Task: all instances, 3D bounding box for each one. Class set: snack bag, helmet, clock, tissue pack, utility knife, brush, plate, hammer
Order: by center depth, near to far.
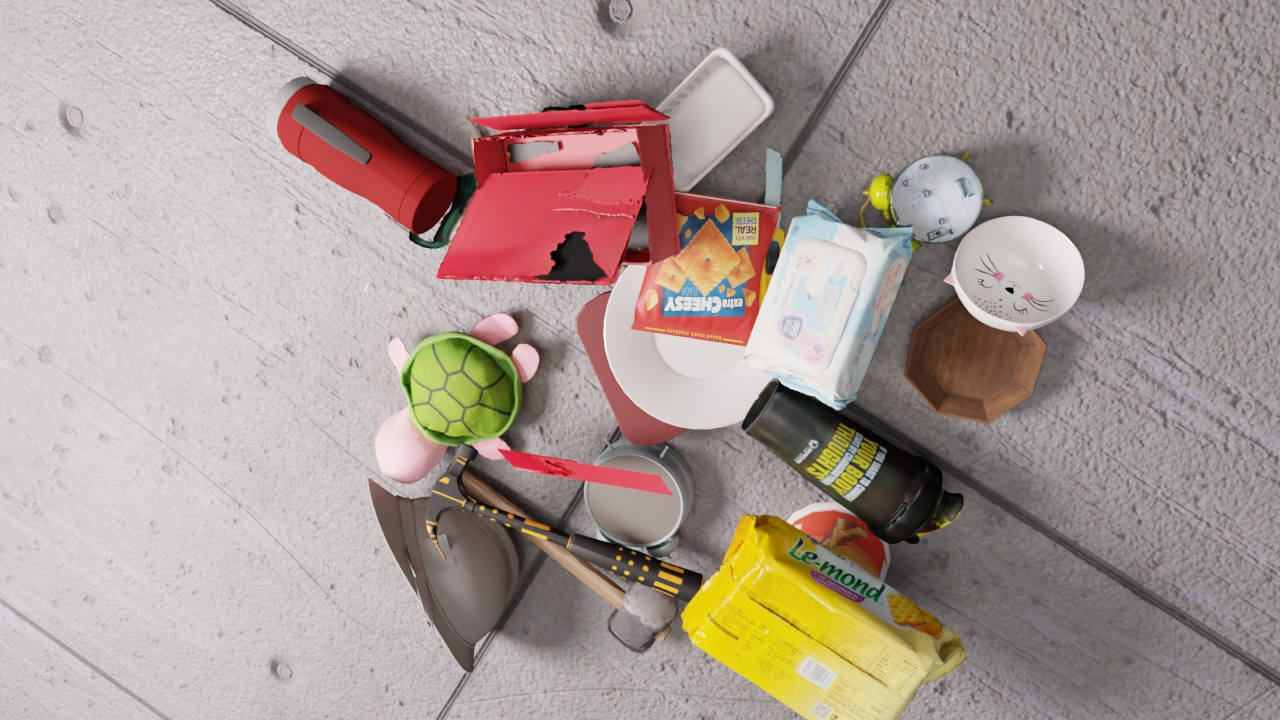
[{"bbox_3d":[0.267,-0.150,0.873,0.119,0.057,0.083,-23,100,20],"label":"clock"},{"bbox_3d":[0.180,-0.057,0.884,0.112,0.069,0.182,26,103,36],"label":"tissue pack"},{"bbox_3d":[0.167,0.269,0.890,0.247,0.068,0.160,32,113,5],"label":"snack bag"},{"bbox_3d":[0.332,-0.003,0.916,0.131,0.025,0.131,4,108,14],"label":"plate"},{"bbox_3d":[0.065,-0.092,0.923,0.131,0.039,0.144,9,101,-1],"label":"snack bag"},{"bbox_3d":[0.132,-0.102,0.938,0.030,0.019,0.225,-2,98,-11],"label":"utility knife"},{"bbox_3d":[0.066,-0.031,0.963,0.208,0.015,0.209,0,99,-3],"label":"plate"},{"bbox_3d":[-0.006,0.006,0.997,0.082,0.042,0.173,-23,99,3],"label":"brush"},{"bbox_3d":[-0.080,0.203,1.012,0.320,0.036,0.123,22,83,-6],"label":"hammer"},{"bbox_3d":[-0.003,0.164,1.051,0.123,0.045,0.159,6,107,15],"label":"clock"},{"bbox_3d":[-0.211,0.230,1.082,0.117,0.183,0.271,-26,114,-10],"label":"helmet"},{"bbox_3d":[-0.100,0.223,1.087,0.328,0.052,0.098,36,143,9],"label":"hammer"}]

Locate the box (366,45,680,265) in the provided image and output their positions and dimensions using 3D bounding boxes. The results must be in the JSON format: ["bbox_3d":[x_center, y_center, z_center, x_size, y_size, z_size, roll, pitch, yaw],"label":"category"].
[{"bbox_3d":[-0.125,-0.275,0.797,0.215,0.170,0.478,7,149,32],"label":"box"}]

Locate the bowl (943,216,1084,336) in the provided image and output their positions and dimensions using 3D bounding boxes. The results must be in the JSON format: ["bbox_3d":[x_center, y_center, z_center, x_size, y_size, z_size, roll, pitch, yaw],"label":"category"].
[{"bbox_3d":[0.348,-0.074,0.861,0.115,0.051,0.114,-3,65,6],"label":"bowl"}]

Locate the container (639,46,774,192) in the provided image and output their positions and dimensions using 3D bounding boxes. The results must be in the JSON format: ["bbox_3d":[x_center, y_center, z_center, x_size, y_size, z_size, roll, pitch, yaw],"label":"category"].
[{"bbox_3d":[0.064,-0.236,0.907,0.129,0.049,0.081,-41,93,22],"label":"container"}]

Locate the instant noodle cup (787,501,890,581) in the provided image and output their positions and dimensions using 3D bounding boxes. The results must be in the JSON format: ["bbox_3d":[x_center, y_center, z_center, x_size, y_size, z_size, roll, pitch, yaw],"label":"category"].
[{"bbox_3d":[0.200,0.233,0.973,0.123,0.120,0.123,4,107,14],"label":"instant noodle cup"}]

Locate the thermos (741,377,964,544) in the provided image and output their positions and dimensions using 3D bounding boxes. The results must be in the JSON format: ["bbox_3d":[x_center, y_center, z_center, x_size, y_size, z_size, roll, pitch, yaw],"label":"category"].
[{"bbox_3d":[0.212,0.105,0.939,0.221,0.098,0.098,33,112,-3],"label":"thermos"}]

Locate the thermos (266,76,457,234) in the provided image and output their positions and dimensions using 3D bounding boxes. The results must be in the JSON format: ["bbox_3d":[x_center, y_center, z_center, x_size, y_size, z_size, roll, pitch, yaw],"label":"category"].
[{"bbox_3d":[-0.302,-0.222,0.978,0.198,0.108,0.084,34,92,7],"label":"thermos"}]

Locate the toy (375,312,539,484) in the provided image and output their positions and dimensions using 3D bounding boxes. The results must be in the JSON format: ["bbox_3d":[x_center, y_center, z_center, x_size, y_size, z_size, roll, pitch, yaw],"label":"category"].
[{"bbox_3d":[-0.217,0.044,1.053,0.238,0.087,0.190,-40,100,16],"label":"toy"}]

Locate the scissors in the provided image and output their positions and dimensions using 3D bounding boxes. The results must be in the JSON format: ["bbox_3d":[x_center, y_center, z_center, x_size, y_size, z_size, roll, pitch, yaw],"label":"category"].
[{"bbox_3d":[-0.155,-0.164,1.010,0.204,0.015,0.202,43,115,1],"label":"scissors"}]

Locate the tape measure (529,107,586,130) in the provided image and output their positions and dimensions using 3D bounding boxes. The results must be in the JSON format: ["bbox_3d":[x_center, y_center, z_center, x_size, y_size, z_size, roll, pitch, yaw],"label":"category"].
[{"bbox_3d":[-0.084,-0.234,0.958,0.061,0.034,0.062,2,96,11],"label":"tape measure"}]
